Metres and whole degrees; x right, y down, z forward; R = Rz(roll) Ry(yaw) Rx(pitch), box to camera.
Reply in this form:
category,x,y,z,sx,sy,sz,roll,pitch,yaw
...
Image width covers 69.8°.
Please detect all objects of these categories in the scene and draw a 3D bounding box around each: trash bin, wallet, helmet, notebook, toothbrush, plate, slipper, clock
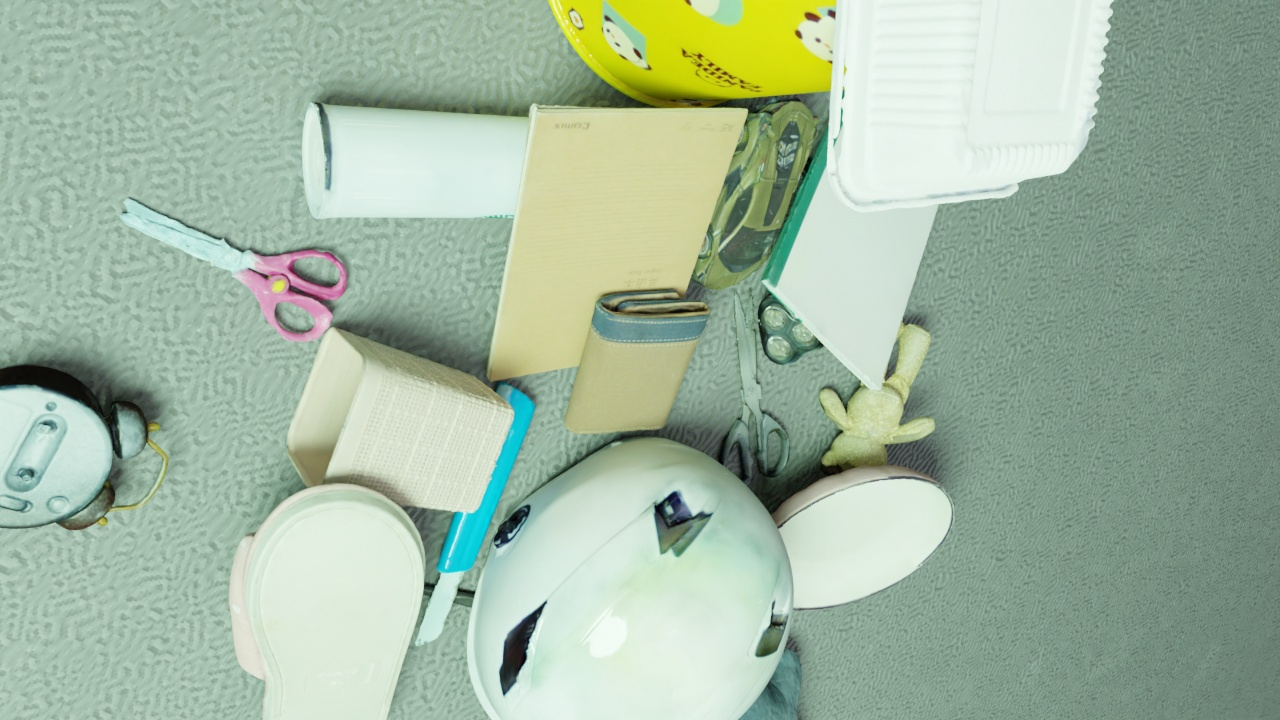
category,x,y,z,sx,sy,sz,roll,pitch,yaw
trash bin,0.092,-0.260,0.534,0.229,0.255,0.230,-9,110,-27
wallet,-0.004,0.004,0.679,0.090,0.033,0.115,-3,129,-28
helmet,0.004,0.185,0.653,0.258,0.146,0.229,-42,99,-14
notebook,-0.021,-0.076,0.622,0.149,0.012,0.212,-8,136,-28
toothbrush,-0.141,0.178,0.688,0.181,0.018,0.015,24,90,-35
plate,0.183,0.154,0.821,0.192,0.039,0.193,-9,135,-10
notebook,0.178,-0.103,0.736,0.150,0.012,0.208,40,63,-30
slipper,-0.205,0.175,0.601,0.114,0.054,0.275,-5,130,-25
clock,-0.329,0.051,0.513,0.122,0.055,0.082,29,90,-35

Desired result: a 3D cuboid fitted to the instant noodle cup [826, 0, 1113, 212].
category,x,y,z,sx,sy,sz,roll,pitch,yaw
instant noodle cup,0.158,-0.155,0.417,0.137,0.060,0.173,-10,109,-28

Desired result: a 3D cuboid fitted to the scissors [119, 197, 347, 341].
category,x,y,z,sx,sy,sz,roll,pitch,yaw
scissors,-0.242,-0.063,0.551,0.135,0.017,0.064,33,88,-30

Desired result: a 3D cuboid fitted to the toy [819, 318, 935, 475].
category,x,y,z,sx,sy,sz,roll,pitch,yaw
toy,0.212,0.035,0.824,0.105,0.066,0.157,18,93,-1

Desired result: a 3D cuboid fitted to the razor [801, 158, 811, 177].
category,x,y,z,sx,sy,sz,roll,pitch,yaw
razor,0.153,-0.139,0.749,0.142,0.022,0.042,36,60,-31

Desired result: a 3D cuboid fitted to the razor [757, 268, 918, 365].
category,x,y,z,sx,sy,sz,roll,pitch,yaw
razor,0.170,-0.051,0.767,0.167,0.068,0.062,-26,118,-28

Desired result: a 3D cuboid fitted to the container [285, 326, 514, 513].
category,x,y,z,sx,sy,sz,roll,pitch,yaw
container,-0.153,0.043,0.594,0.110,0.090,0.090,18,96,-37

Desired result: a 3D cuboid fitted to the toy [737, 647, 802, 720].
category,x,y,z,sx,sy,sz,roll,pitch,yaw
toy,0.080,0.294,0.818,0.137,0.092,0.356,-56,130,-37

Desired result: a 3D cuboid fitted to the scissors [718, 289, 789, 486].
category,x,y,z,sx,sy,sz,roll,pitch,yaw
scissors,0.100,0.026,0.781,0.142,0.014,0.173,24,90,-32

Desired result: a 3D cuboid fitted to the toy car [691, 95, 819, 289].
category,x,y,z,sx,sy,sz,roll,pitch,yaw
toy car,0.084,-0.120,0.686,0.070,0.042,0.158,-10,130,-38

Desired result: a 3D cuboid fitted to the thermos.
category,x,y,z,sx,sy,sz,roll,pitch,yaw
thermos,-0.094,-0.121,0.587,0.223,0.073,0.073,-5,108,-29

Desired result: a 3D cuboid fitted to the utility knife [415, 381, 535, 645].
category,x,y,z,sx,sy,sz,roll,pitch,yaw
utility knife,-0.123,0.114,0.668,0.034,0.018,0.202,20,91,-36
